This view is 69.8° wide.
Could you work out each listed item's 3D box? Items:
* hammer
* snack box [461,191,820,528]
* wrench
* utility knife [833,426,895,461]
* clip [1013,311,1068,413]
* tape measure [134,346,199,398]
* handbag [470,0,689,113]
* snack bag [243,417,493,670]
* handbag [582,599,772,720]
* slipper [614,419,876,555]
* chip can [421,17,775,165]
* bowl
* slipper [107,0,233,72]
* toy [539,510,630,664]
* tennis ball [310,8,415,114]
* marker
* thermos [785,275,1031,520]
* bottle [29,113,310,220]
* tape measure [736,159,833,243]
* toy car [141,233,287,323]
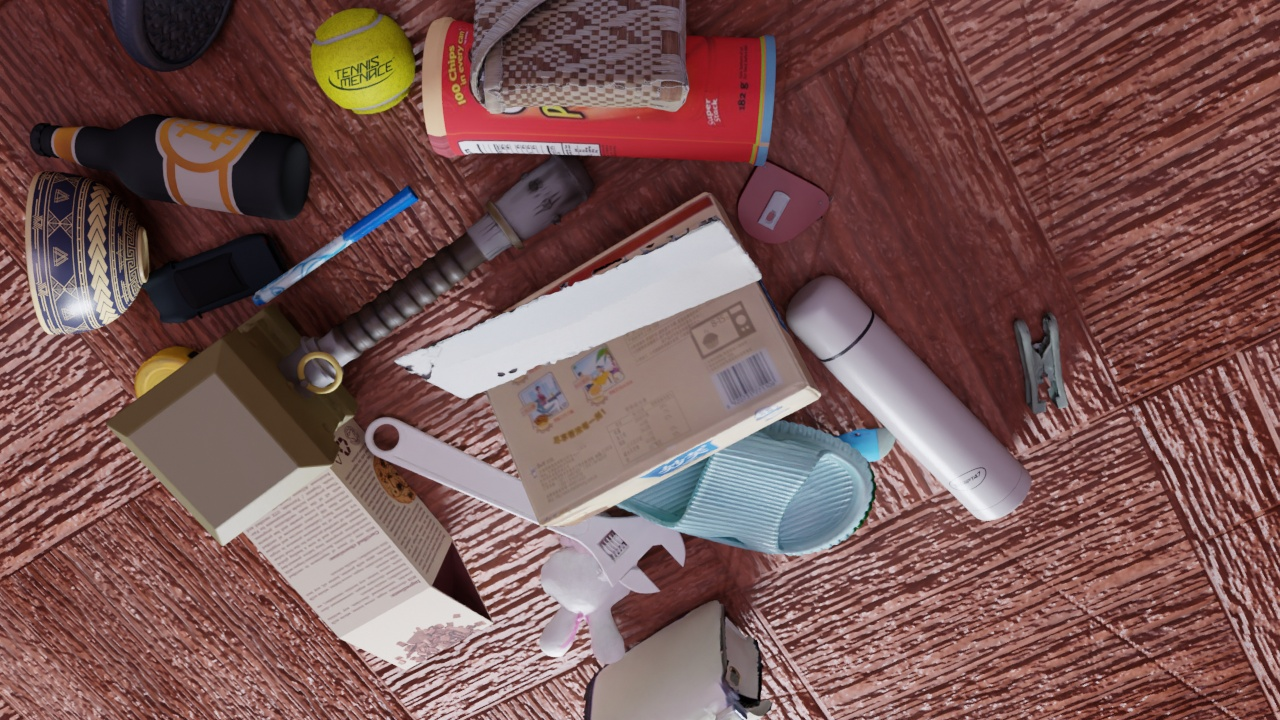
[{"bbox_3d":[-0.170,-0.036,0.631,0.325,0.190,0.100,-37,106,-2],"label":"hammer"},{"bbox_3d":[-0.004,0.004,0.636,0.208,0.055,0.153,-29,72,14],"label":"snack box"},{"bbox_3d":[-0.092,0.111,0.730,0.273,0.018,0.066,25,84,-1],"label":"wrench"},{"bbox_3d":[0.096,0.077,0.719,0.207,0.015,0.031,-8,108,7],"label":"utility knife"},{"bbox_3d":[0.293,0.002,0.672,0.043,0.023,0.076,-14,112,8],"label":"clip"},{"bbox_3d":[-0.362,0.019,0.719,0.068,0.030,0.059,-26,108,11],"label":"tape measure"},{"bbox_3d":[-0.035,-0.234,0.540,0.124,0.047,0.185,0,76,1],"label":"handbag"},{"bbox_3d":[-0.218,0.159,0.743,0.094,0.069,0.206,-31,107,14],"label":"snack bag"},{"bbox_3d":[0.029,0.295,0.723,0.151,0.175,0.074,-37,106,15],"label":"handbag"},{"bbox_3d":[0.037,0.085,0.687,0.276,0.069,0.116,16,112,4],"label":"slipper"},{"bbox_3d":[-0.025,-0.171,0.591,0.213,0.087,0.087,3,112,2],"label":"chip can"},{"bbox_3d":[-0.384,-0.075,0.648,0.061,0.112,0.112,-2,113,-21],"label":"bowl"},{"bbox_3d":[-0.290,-0.312,0.543,0.083,0.110,0.268,19,108,-1],"label":"slipper"},{"bbox_3d":[-0.044,0.183,0.756,0.076,0.037,0.125,3,90,6],"label":"toy"},{"bbox_3d":[-0.182,-0.196,0.602,0.065,0.065,0.065,1,112,3],"label":"tennis ball"},{"bbox_3d":[-0.221,-0.081,0.663,0.142,0.013,0.013,-34,106,3],"label":"marker"},{"bbox_3d":[0.195,0.027,0.672,0.224,0.052,0.052,43,108,-13],"label":"thermos"},{"bbox_3d":[-0.329,-0.140,0.638,0.181,0.059,0.059,9,112,0],"label":"bottle"},{"bbox_3d":[0.098,-0.106,0.643,0.059,0.019,0.051,26,111,-6],"label":"tape measure"},{"bbox_3d":[-0.317,-0.060,0.682,0.112,0.034,0.046,-18,109,11],"label":"toy car"}]
